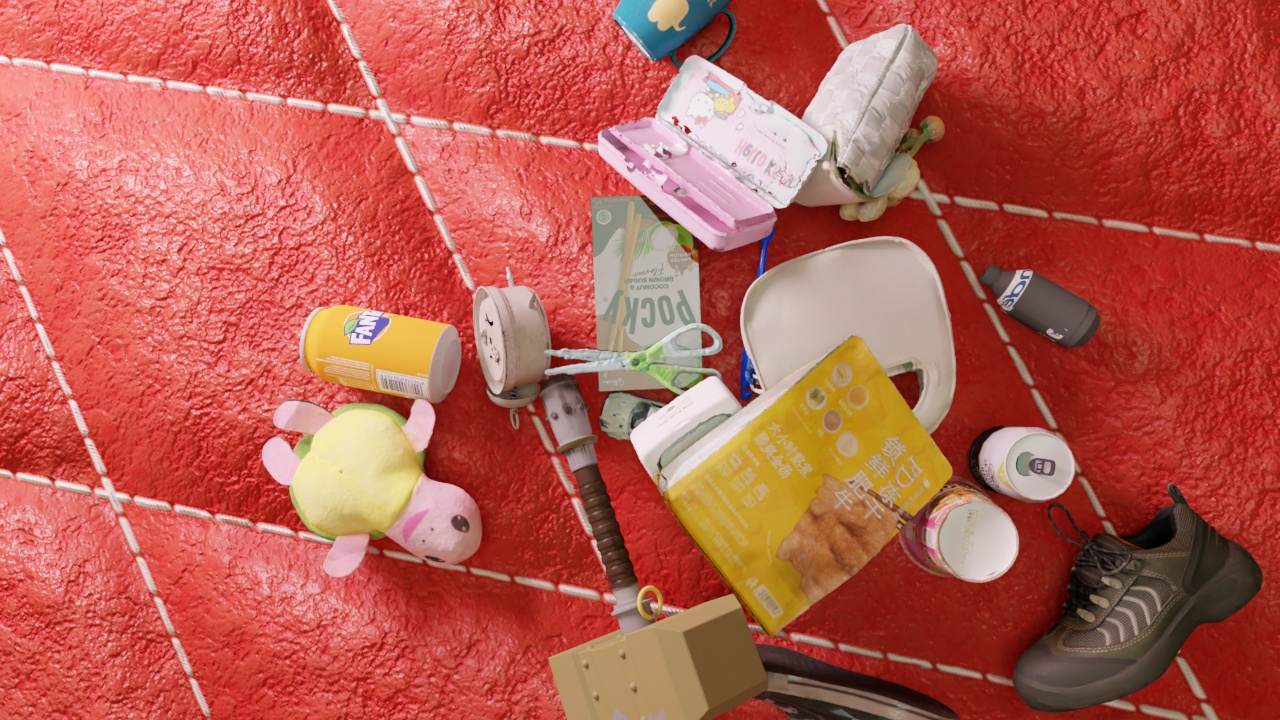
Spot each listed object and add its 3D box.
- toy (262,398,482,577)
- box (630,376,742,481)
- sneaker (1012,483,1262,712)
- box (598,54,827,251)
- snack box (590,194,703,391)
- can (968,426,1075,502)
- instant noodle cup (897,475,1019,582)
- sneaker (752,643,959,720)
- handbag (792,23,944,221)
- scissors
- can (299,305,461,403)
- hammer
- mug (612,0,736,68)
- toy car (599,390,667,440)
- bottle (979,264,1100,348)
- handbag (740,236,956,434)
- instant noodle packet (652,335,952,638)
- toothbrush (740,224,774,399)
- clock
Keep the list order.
[{"bbox_3d":[-0.261,0.120,0.902,0.238,0.088,0.190,27,85,4],"label":"toy"},{"bbox_3d":[0.060,0.088,0.852,0.107,0.076,0.102,-34,111,5],"label":"box"},{"bbox_3d":[0.415,0.199,0.815,0.238,0.101,0.143,-35,88,-1],"label":"sneaker"},{"bbox_3d":[0.064,-0.189,0.860,0.149,0.073,0.201,-39,55,-7],"label":"box"},{"bbox_3d":[0.006,-0.066,0.893,0.101,0.031,0.186,-2,93,-2],"label":"snack box"},{"bbox_3d":[0.339,0.091,0.816,0.064,0.127,0.064,0,87,6],"label":"can"},{"bbox_3d":[0.290,0.157,0.828,0.098,0.108,0.097,0,88,6],"label":"instant noodle cup"},{"bbox_3d":[0.160,0.342,0.846,0.235,0.095,0.120,17,89,0],"label":"sneaker"},{"bbox_3d":[0.219,-0.216,0.856,0.123,0.113,0.171,30,82,-19],"label":"handbag"},{"bbox_3d":[-0.007,0.008,0.864,0.175,0.033,0.078,-4,97,-5],"label":"scissors"},{"bbox_3d":[-0.256,-0.008,0.912,0.142,0.079,0.079,11,88,7],"label":"can"},{"bbox_3d":[-0.028,0.167,0.840,0.191,0.100,0.324,-32,72,44],"label":"hammer"},{"bbox_3d":[0.040,-0.341,0.903,0.104,0.084,0.112,-43,112,8],"label":"mug"},{"bbox_3d":[0.010,0.062,0.903,0.105,0.033,0.048,15,90,8],"label":"toy car"},{"bbox_3d":[0.372,-0.054,0.861,0.112,0.047,0.047,31,91,8],"label":"bottle"},{"bbox_3d":[0.197,-0.005,0.856,0.201,0.093,0.199,-15,90,3],"label":"handbag"},{"bbox_3d":[0.146,0.105,0.805,0.221,0.084,0.163,-38,98,-1],"label":"instant noodle packet"},{"bbox_3d":[0.115,-0.052,0.907,0.016,0.018,0.182,7,91,2],"label":"toothbrush"},{"bbox_3d":[-0.121,-0.004,0.897,0.061,0.103,0.157,-10,116,-23],"label":"clock"}]
